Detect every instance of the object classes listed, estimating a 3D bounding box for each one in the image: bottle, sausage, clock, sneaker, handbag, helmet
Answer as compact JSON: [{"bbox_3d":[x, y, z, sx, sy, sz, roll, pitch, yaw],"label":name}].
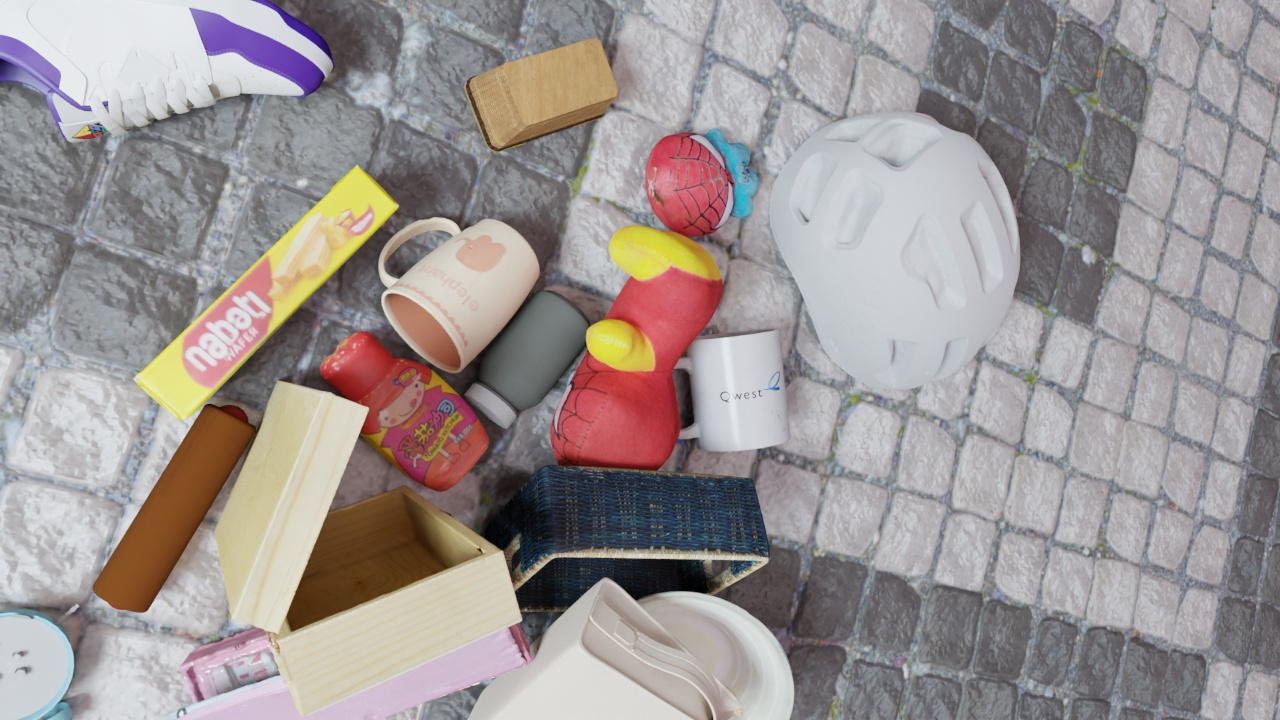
[{"bbox_3d":[-0.181,0.036,0.699,0.134,0.049,0.071,47,63,-18],"label":"bottle"},{"bbox_3d":[-0.090,-0.001,0.737,0.060,0.060,0.108,43,73,-20],"label":"bottle"},{"bbox_3d":[-0.322,0.100,0.638,0.040,0.040,0.155,32,77,-23],"label":"sausage"},{"bbox_3d":[-0.413,0.217,0.591,0.087,0.042,0.123,16,82,-26],"label":"clock"},{"bbox_3d":[-0.332,-0.193,0.602,0.244,0.092,0.111,7,88,-22],"label":"sneaker"},{"bbox_3d":[-0.011,0.289,0.689,0.198,0.101,0.195,39,118,-6],"label":"handbag"},{"bbox_3d":[0.259,-0.098,0.889,0.223,0.184,0.282,-33,125,-18],"label":"helmet"}]

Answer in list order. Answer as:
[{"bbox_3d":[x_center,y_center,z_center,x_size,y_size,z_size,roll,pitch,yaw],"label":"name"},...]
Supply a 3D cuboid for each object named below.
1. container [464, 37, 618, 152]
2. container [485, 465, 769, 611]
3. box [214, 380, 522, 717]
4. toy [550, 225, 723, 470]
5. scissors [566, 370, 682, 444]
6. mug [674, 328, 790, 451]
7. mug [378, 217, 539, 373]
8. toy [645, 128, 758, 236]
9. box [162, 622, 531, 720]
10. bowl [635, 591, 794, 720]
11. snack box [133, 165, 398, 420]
[{"bbox_3d":[-0.075,-0.218,0.741,0.113,0.061,0.063,-25,101,-24],"label":"container"},{"bbox_3d":[-0.015,0.144,0.725,0.187,0.146,0.071,7,58,-26],"label":"container"},{"bbox_3d":[-0.200,0.107,0.581,0.141,0.249,0.179,-39,107,-21],"label":"box"},{"bbox_3d":[-0.004,0.004,0.723,0.147,0.099,0.216,-9,119,-67],"label":"toy"},{"bbox_3d":[-0.015,0.044,0.801,0.109,0.018,0.131,-19,98,-22],"label":"scissors"},{"bbox_3d":[0.068,0.027,0.808,0.119,0.083,0.096,-8,94,-12],"label":"mug"},{"bbox_3d":[-0.144,-0.063,0.706,0.111,0.085,0.104,38,62,8],"label":"mug"},{"bbox_3d":[0.058,-0.159,0.810,0.132,0.062,0.092,-24,108,-36],"label":"toy"},{"bbox_3d":[-0.198,0.218,0.634,0.232,0.080,0.099,-18,99,-3],"label":"box"},{"bbox_3d":[0.036,0.257,0.761,0.177,0.057,0.177,2,106,5],"label":"bowl"},{"bbox_3d":[-0.258,-0.047,0.636,0.042,0.092,0.200,46,72,-20],"label":"snack box"}]
